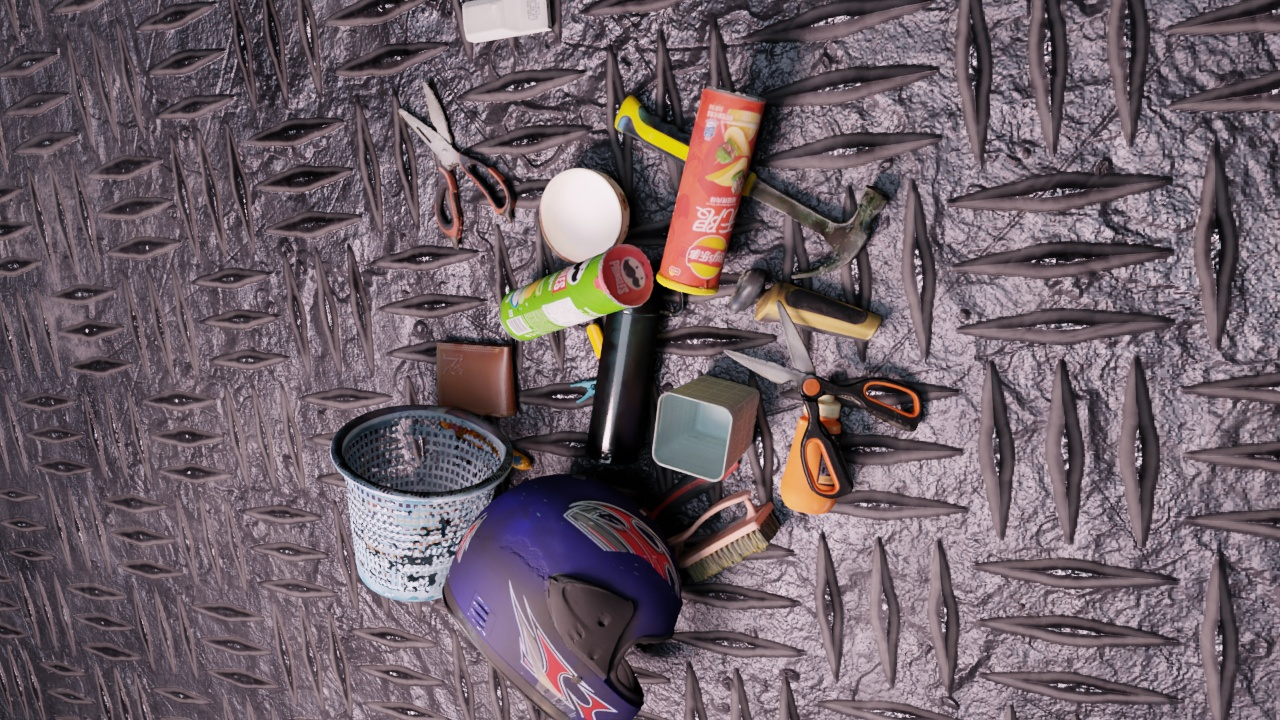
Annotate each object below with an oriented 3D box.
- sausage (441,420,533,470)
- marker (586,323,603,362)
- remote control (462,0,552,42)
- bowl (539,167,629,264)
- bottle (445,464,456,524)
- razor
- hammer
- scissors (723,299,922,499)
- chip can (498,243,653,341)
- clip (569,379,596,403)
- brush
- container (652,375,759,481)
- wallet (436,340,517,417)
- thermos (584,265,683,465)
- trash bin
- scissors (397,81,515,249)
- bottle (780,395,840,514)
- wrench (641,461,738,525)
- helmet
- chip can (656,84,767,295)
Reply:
[{"bbox_3d":[-0.217,0.115,1.286,0.165,0.021,0.021,25,113,20],"label":"sausage"},{"bbox_3d":[-0.039,0.011,1.169,0.018,0.015,0.124,-19,96,24],"label":"marker"},{"bbox_3d":[-0.163,-0.419,1.116,0.125,0.024,0.049,1,104,27],"label":"remote control"},{"bbox_3d":[-0.059,-0.175,1.103,0.114,0.062,0.113,7,106,25],"label":"bowl"},{"bbox_3d":[-0.257,0.252,1.323,0.060,0.059,0.206,-12,94,30],"label":"bottle"},{"bbox_3d":[0.181,-0.059,1.012,0.167,0.062,0.068,18,148,17],"label":"razor"},{"bbox_3d":[0.106,-0.202,1.026,0.323,0.031,0.126,33,115,17],"label":"hammer"},{"bbox_3d":[0.202,0.042,0.999,0.229,0.021,0.221,-3,94,-1],"label":"scissors"},{"bbox_3d":[-0.084,-0.075,1.089,0.237,0.072,0.072,-14,97,52],"label":"chip can"},{"bbox_3d":[-0.065,0.036,1.190,0.056,0.013,0.038,-19,94,32],"label":"clip"},{"bbox_3d":[0.097,0.216,1.124,0.146,0.063,0.073,-36,89,32],"label":"brush"},{"bbox_3d":[0.080,0.072,1.065,0.090,0.111,0.090,15,110,23],"label":"container"},{"bbox_3d":[-0.226,0.024,1.262,0.125,0.032,0.101,4,102,26],"label":"wallet"},{"bbox_3d":[-0.007,0.007,1.118,0.090,0.068,0.243,11,105,2],"label":"thermos"},{"bbox_3d":[-0.289,0.194,1.198,0.227,0.225,0.195,21,117,22],"label":"trash bin"},{"bbox_3d":[-0.245,-0.253,1.207,0.189,0.015,0.226,11,109,25],"label":"scissors"},{"bbox_3d":[0.199,0.097,1.042,0.067,0.066,0.149,12,101,25],"label":"bottle"},{"bbox_3d":[0.026,0.196,1.181,0.056,0.016,0.274,47,120,5],"label":"wrench"},{"bbox_3d":[-0.067,0.281,1.111,0.240,0.247,0.315,-42,107,-3],"label":"helmet"},{"bbox_3d":[0.076,-0.181,0.988,0.073,0.073,0.217,22,111,21],"label":"chip can"}]
